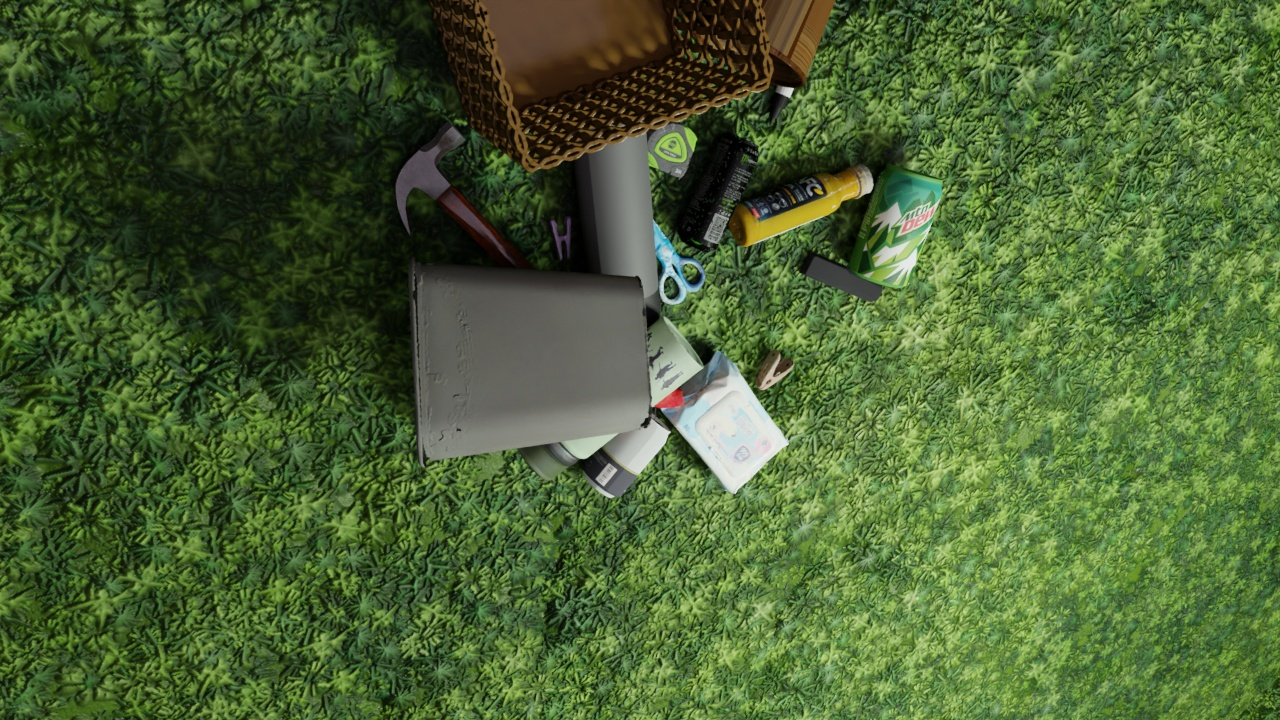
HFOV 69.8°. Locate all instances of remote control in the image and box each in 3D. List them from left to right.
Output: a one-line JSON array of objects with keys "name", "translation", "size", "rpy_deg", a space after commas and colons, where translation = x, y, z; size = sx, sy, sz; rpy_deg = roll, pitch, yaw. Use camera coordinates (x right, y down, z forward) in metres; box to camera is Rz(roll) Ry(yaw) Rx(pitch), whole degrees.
[{"name": "remote control", "translation": [0.273, -0.109, 1.232], "size": [0.136, 0.015, 0.032], "rpy_deg": [18, 105, -30]}]

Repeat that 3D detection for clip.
[{"name": "clip", "translation": [-0.086, -0.143, 1.054], "size": [0.041, 0.014, 0.052], "rpy_deg": [-33, 120, -10]}, {"name": "clip", "translation": [0.176, 0.011, 1.240], "size": [0.060, 0.024, 0.039], "rpy_deg": [-42, 124, 3]}]

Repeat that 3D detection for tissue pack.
[{"name": "tissue pack", "translation": [0.111, 0.083, 1.217], "size": [0.112, 0.070, 0.182], "rpy_deg": [-39, 123, -2]}]

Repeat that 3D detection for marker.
[{"name": "marker", "translation": [0.180, -0.346, 1.075], "size": [0.019, 0.019, 0.146], "rpy_deg": [13, 107, -29]}]

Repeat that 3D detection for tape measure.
[{"name": "tape measure", "translation": [0.029, -0.246, 1.045], "size": [0.065, 0.036, 0.059], "rpy_deg": [17, 115, -34]}]

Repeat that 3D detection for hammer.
[{"name": "hammer", "translation": [-0.143, -0.109, 1.003], "size": [0.111, 0.028, 0.300], "rpy_deg": [-42, 113, 5]}]

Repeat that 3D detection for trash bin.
[{"name": "trash bin", "translation": [-0.115, 0.001, 0.924], "size": [0.220, 0.198, 0.197], "rpy_deg": [-3, 83, -12]}]

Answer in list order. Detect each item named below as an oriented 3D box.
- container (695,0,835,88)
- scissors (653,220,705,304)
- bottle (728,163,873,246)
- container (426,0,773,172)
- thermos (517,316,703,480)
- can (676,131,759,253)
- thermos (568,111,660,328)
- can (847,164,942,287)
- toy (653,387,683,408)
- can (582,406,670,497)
[{"name": "container", "translation": [0.153, -0.399, 0.979], "size": [0.132, 0.132, 0.167], "rpy_deg": [22, 97, -31]}, {"name": "scissors", "translation": [0.031, -0.129, 1.116], "size": [0.066, 0.015, 0.135], "rpy_deg": [-36, 121, -5]}, {"name": "bottle", "translation": [0.200, -0.196, 1.135], "size": [0.186, 0.053, 0.053], "rpy_deg": [-22, 121, -14]}, {"name": "container", "translation": [-0.053, -0.340, 0.854], "size": [0.251, 0.214, 0.220], "rpy_deg": [-23, 121, -13]}, {"name": "thermos", "translation": [-0.041, 0.047, 1.063], "size": [0.231, 0.082, 0.082], "rpy_deg": [-39, 124, 10]}, {"name": "can", "translation": [0.092, -0.197, 1.084], "size": [0.054, 0.054, 0.138], "rpy_deg": [17, 105, -30]}, {"name": "thermos", "translation": [-0.026, -0.154, 1.034], "size": [0.082, 0.082, 0.241], "rpy_deg": [-15, 119, -18]}, {"name": "can", "translation": [0.330, -0.174, 1.187], "size": [0.083, 0.083, 0.144], "rpy_deg": [6, 111, -27]}, {"name": "toy", "translation": [-0.007, 0.007, 1.124], "size": [0.094, 0.088, 0.133], "rpy_deg": [-18, 119, -4]}, {"name": "can", "translation": [-0.015, 0.112, 1.176], "size": [0.064, 0.064, 0.127], "rpy_deg": [37, 95, -33]}]
